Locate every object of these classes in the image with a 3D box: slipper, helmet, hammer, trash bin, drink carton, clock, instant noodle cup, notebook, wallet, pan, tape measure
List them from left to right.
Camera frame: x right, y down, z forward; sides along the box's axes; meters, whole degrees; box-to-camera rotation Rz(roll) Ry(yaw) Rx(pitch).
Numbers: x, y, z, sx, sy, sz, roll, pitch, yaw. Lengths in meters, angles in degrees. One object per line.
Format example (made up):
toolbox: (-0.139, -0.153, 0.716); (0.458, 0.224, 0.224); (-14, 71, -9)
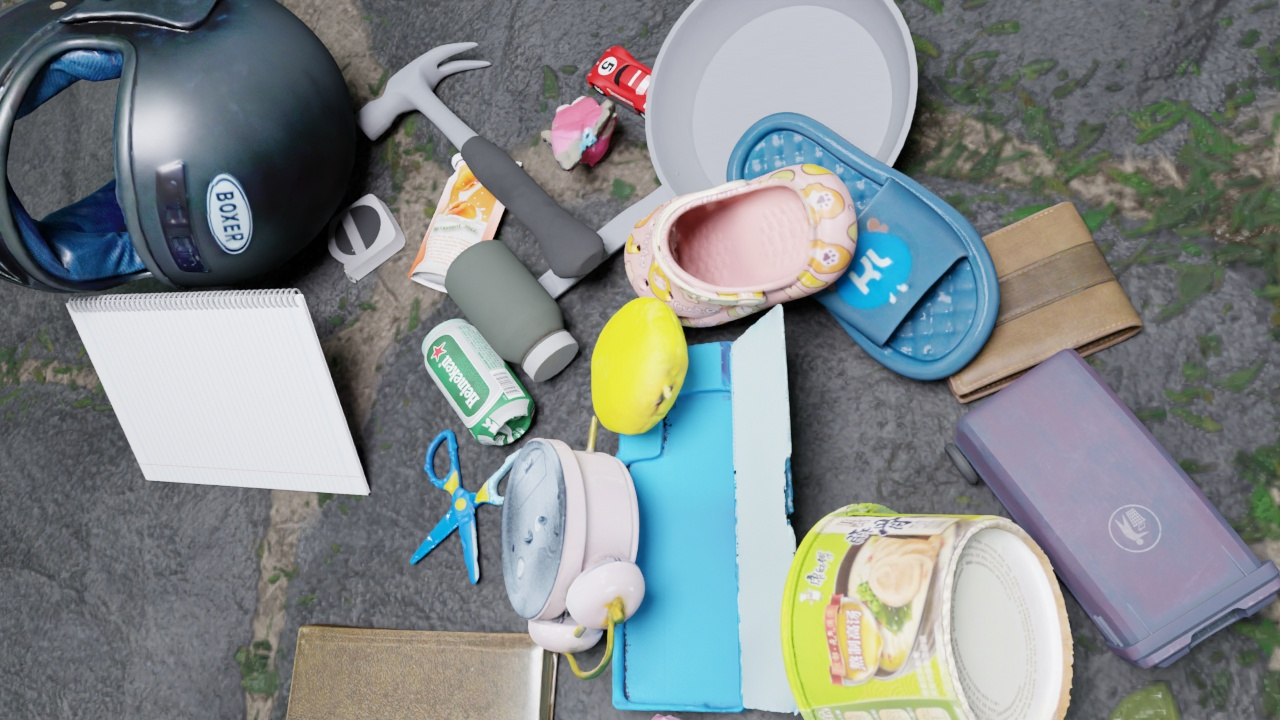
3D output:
helmet: (-0.367, -0.171, 0.732); (0.236, 0.250, 0.315); (18, 41, 9)
notebook: (-0.347, 0.027, 0.750); (0.246, 0.013, 0.178); (0, 117, 22)
tape measure: (-0.245, -0.109, 0.812); (0.064, 0.016, 0.065); (-34, 64, 8)
notebook: (-0.158, 0.246, 0.657); (0.216, 0.034, 0.190); (-3, 71, 21)
drink carton: (-0.147, -0.119, 0.771); (0.069, 0.039, 0.122); (10, 72, 23)
hammer: (-0.124, -0.166, 0.752); (0.125, 0.029, 0.311); (-42, 57, -3)
clock: (-0.045, 0.127, 0.601); (0.117, 0.058, 0.157); (-53, 40, 46)
pan: (0.040, -0.139, 0.686); (0.357, 0.050, 0.200); (-38, 73, 23)
slipper: (0.046, -0.068, 0.587); (0.198, 0.081, 0.093); (-5, 94, 52)
slipper: (0.139, -0.081, 0.590); (0.213, 0.059, 0.104); (48, 110, 16)
instant noodle cup: (0.156, 0.145, 0.490); (0.098, 0.146, 0.146); (-21, 63, 50)
wallet: (0.242, -0.038, 0.593); (0.121, 0.027, 0.098); (-24, 64, 14)
trash bin: (0.259, 0.083, 0.514); (0.094, 0.092, 0.160); (-36, 68, 8)

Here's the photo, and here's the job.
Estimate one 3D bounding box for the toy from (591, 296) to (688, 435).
toy: (-0.004, 0.004, 0.612); (0.094, 0.041, 0.095); (46, 116, 54)

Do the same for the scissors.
scissors: (-0.129, 0.108, 0.703); (0.127, 0.015, 0.125); (-20, 66, 18)

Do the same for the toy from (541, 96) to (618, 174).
toy: (-0.044, -0.183, 0.741); (0.065, 0.050, 0.102); (-37, 30, 7)

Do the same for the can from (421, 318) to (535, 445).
can: (-0.125, 0.017, 0.704); (0.053, 0.053, 0.101); (-42, 64, 4)

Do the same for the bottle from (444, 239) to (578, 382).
bottle: (-0.097, -0.037, 0.698); (0.060, 0.060, 0.108); (-42, 74, 4)

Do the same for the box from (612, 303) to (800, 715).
box: (0.053, 0.101, 0.599); (0.171, 0.071, 0.243); (-19, 64, 45)

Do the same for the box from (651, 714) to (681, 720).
box: (0.089, 0.320, 0.508); (0.233, 0.039, 0.179); (15, 79, 11)

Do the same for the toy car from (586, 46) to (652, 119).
toy car: (-0.005, -0.227, 0.749); (0.089, 0.025, 0.038); (37, 89, 27)
